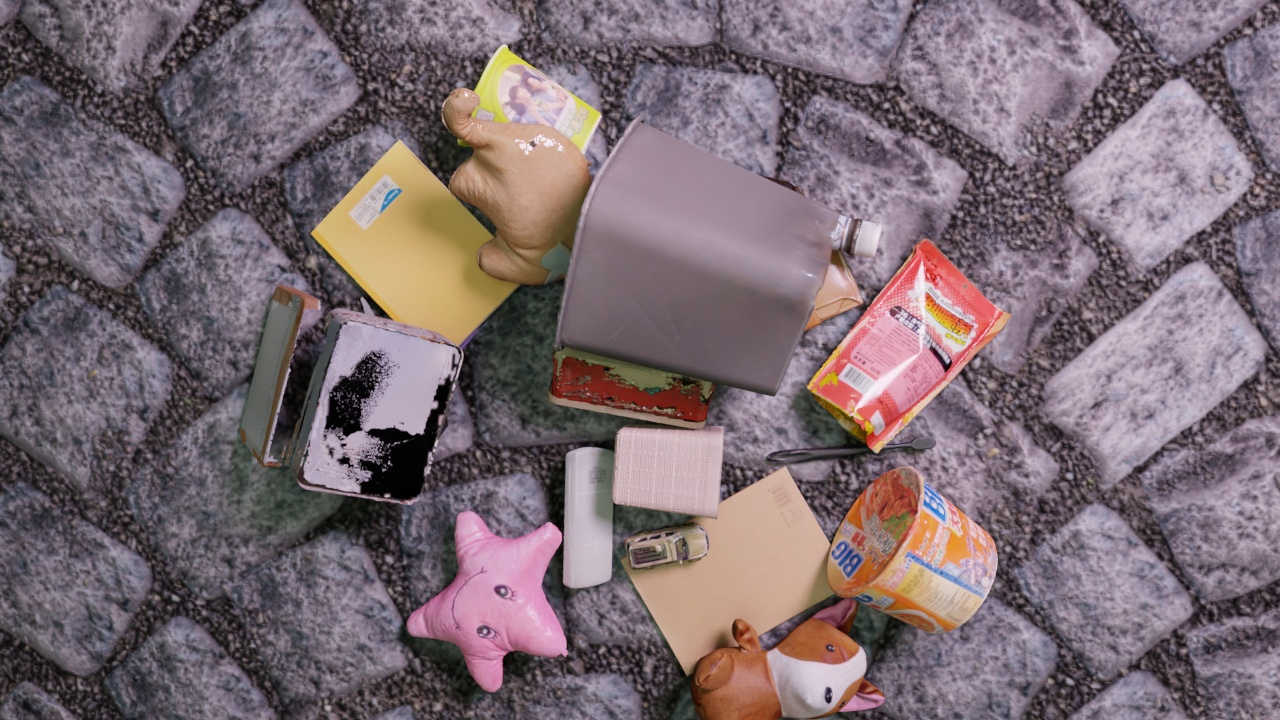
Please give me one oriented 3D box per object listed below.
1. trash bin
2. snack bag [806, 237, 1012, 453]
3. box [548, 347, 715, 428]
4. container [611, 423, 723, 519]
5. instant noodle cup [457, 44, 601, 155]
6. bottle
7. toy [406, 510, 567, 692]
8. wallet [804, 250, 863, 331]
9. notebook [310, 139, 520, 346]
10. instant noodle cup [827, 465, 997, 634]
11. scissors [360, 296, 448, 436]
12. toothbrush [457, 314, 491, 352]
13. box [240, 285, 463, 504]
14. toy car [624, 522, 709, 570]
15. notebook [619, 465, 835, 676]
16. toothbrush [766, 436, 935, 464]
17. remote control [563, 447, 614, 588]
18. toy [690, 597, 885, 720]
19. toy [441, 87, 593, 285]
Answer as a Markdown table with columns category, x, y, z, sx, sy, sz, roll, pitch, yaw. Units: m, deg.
| category | x | y | z | sx | sy | sz | roll | pitch | yaw |
| --- | --- | --- | --- | --- | --- | --- | --- | --- | --- |
| trash bin | 0.056 | -0.090 | 0.878 | 0.220 | 0.198 | 0.199 | 19 | 131 | 3 |
| snack bag | 0.281 | -0.012 | 0.972 | 0.128 | 0.073 | 0.208 | 41 | 87 | -5 |
| box | -0.006 | 0.005 | 0.952 | 0.168 | 0.091 | 0.077 | 9 | 125 | 1 |
| container | 0.029 | 0.112 | 0.970 | 0.111 | 0.090 | 0.090 | 4 | 92 | 5 |
| instant noodle cup | -0.110 | -0.246 | 0.953 | 0.123 | 0.111 | 0.111 | 27 | 93 | -8 |
| bottle | 0.151 | -0.146 | 0.955 | 0.195 | 0.044 | 0.080 | 16 | 85 | 14 |
| toy | -0.146 | 0.255 | 0.982 | 0.178 | 0.074 | 0.194 | 29 | 94 | 13 |
| wallet | 0.159 | -0.082 | 0.986 | 0.132 | 0.031 | 0.108 | -23 | 90 | 4 |
| notebook | -0.240 | -0.116 | 0.997 | 0.146 | 0.010 | 0.206 | -45 | 87 | 5 |
| instant noodle cup | 0.281 | 0.200 | 0.941 | 0.111 | 0.151 | 0.151 | 32 | 93 | -8 |
| scissors | -0.266 | 0.015 | 1.011 | 0.165 | 0.014 | 0.163 | 29 | 90 | 2 |
| toothbrush | -0.148 | -0.079 | 1.001 | 0.014 | 0.016 | 0.189 | 39 | 94 | 10 |
| box | -0.305 | 0.035 | 0.969 | 0.157 | 0.205 | 0.181 | 13 | 93 | -35 |
| toy car | 0.029 | 0.202 | 0.990 | 0.090 | 0.035 | 0.042 | -11 | 90 | 1 |
| notebook | 0.105 | 0.231 | 1.009 | 0.211 | 0.012 | 0.149 | -30 | 90 | 3 |
| toothbrush | 0.228 | 0.098 | 0.999 | 0.181 | 0.018 | 0.015 | -6 | 93 | 4 |
| remote control | -0.057 | 0.169 | 0.992 | 0.058 | 0.021 | 0.150 | 0 | 92 | -42 |
| toy | 0.153 | 0.334 | 0.960 | 0.199 | 0.130 | 0.140 | -12 | 93 | -11 |
| toy | -0.115 | -0.174 | 0.902 | 0.143 | 0.082 | 0.226 | -18 | 129 | -3 |
